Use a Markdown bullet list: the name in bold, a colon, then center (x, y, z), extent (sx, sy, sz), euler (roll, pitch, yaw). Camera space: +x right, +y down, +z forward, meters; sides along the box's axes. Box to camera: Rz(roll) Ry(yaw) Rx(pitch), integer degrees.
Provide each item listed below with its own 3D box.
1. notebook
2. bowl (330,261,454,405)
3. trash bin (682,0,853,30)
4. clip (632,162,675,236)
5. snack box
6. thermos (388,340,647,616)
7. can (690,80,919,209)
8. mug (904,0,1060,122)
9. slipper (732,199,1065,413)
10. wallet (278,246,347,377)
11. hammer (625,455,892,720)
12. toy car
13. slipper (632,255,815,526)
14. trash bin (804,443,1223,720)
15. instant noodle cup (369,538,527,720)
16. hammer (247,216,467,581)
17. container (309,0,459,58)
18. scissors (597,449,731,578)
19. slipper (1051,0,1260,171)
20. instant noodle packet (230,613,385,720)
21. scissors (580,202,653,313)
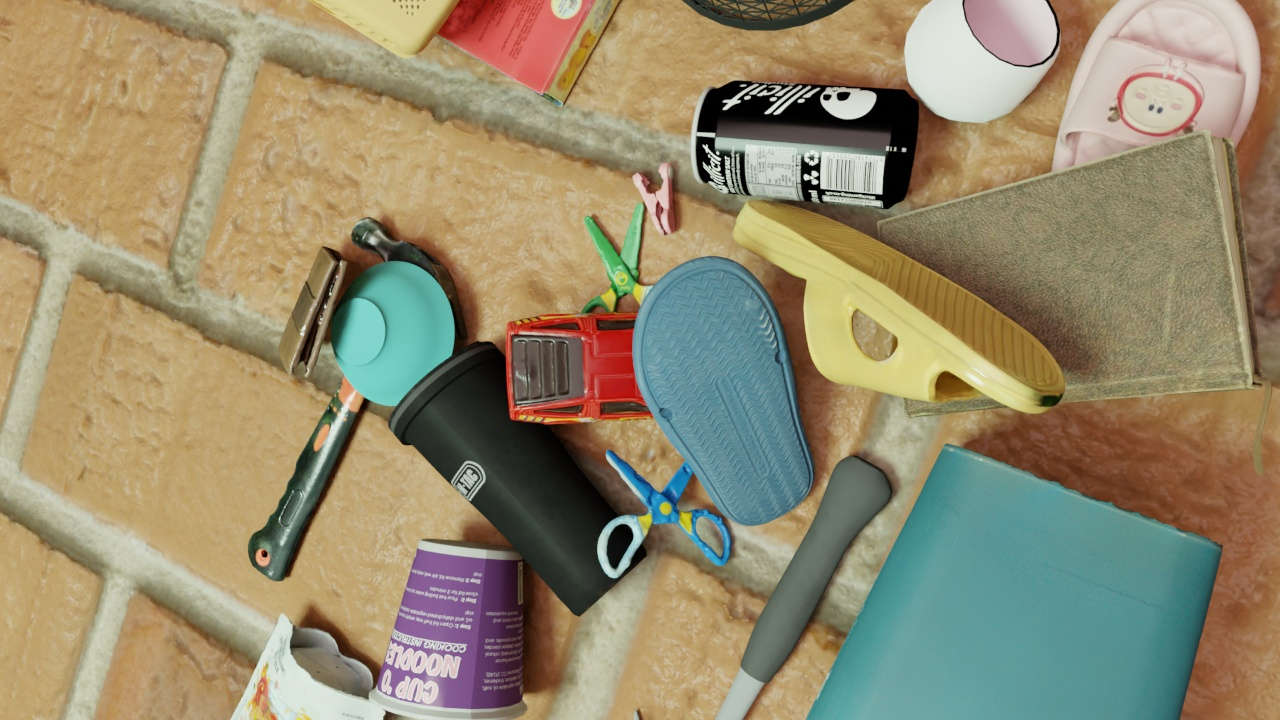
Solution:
- **notebook**: center (0.260, -0.024, 0.573), extent (0.216, 0.034, 0.190), euler (-11, 84, 45)
- **bowl**: center (-0.217, -0.023, 0.750), extent (0.121, 0.046, 0.121), euler (0, 90, 22)
- **trash bin**: center (0.065, -0.362, 0.583), extent (0.217, 0.243, 0.217), euler (0, 89, 20)
- **clip**: center (0.010, -0.127, 0.717), extent (0.050, 0.023, 0.058), euler (13, 92, 24)
- **snack box**: center (-0.092, -0.305, 0.747), extent (0.145, 0.040, 0.143), euler (34, 100, 18)
- **thermos**: center (-0.093, 0.091, 0.712), extent (0.106, 0.105, 0.218), euler (-45, 80, 14)
- **can**: center (0.116, -0.153, 0.647), extent (0.146, 0.080, 0.080), euler (10, 92, 20)
- **mug**: center (0.224, -0.218, 0.611), extent (0.090, 0.076, 0.123), euler (17, 70, -11)
- **slipper**: center (0.151, -0.026, 0.594), extent (0.263, 0.099, 0.078), euler (43, 126, 43)
- **wallet**: center (-0.270, -0.043, 0.758), extent (0.027, 0.121, 0.098), euler (20, 92, -24)
- **hammer**: center (0.091, 0.210, 0.677), extent (0.125, 0.029, 0.311), euler (29, 98, 18)
- **toy car**: center (-0.004, 0.004, 0.680), extent (0.189, 0.056, 0.081), euler (-2, 90, -5)
- **slipper**: center (0.058, 0.027, 0.638), extent (0.104, 0.059, 0.214), euler (-25, 117, -4)
- **trash bin**: center (0.218, 0.180, 0.554), extent (0.199, 0.196, 0.218), euler (21, 89, 19)
- **instant noodle cup**: center (-0.145, 0.207, 0.730), extent (0.137, 0.121, 0.121), euler (-11, 70, 63)
- **hammer**: center (-0.265, 0.050, 0.811), extent (0.133, 0.033, 0.333), euler (33, 101, 17)
- **container**: center (-0.181, -0.338, 0.701), extent (0.183, 0.129, 0.167), euler (-57, 29, 11)
- **scissors**: center (0.015, 0.114, 0.682), extent (0.125, 0.129, 0.013), euler (47, 149, -6)
- **slipper**: center (0.319, -0.131, 0.586), extent (0.107, 0.055, 0.222), euler (20, 98, 18)
- **instant noodle packet**: center (-0.327, 0.368, 0.815), extent (0.147, 0.057, 0.269), euler (34, 105, 19)
- **scissors**: center (-0.006, -0.063, 0.726), extent (0.117, 0.012, 0.130), euler (16, 96, 19)
